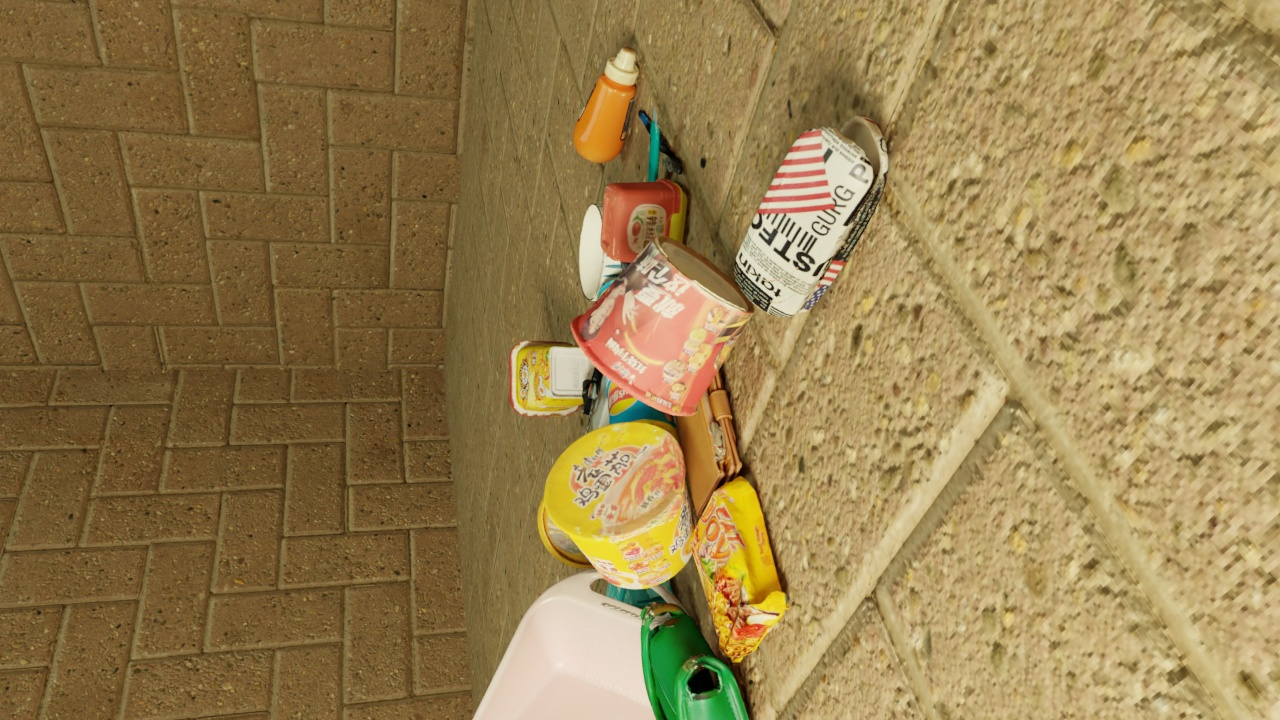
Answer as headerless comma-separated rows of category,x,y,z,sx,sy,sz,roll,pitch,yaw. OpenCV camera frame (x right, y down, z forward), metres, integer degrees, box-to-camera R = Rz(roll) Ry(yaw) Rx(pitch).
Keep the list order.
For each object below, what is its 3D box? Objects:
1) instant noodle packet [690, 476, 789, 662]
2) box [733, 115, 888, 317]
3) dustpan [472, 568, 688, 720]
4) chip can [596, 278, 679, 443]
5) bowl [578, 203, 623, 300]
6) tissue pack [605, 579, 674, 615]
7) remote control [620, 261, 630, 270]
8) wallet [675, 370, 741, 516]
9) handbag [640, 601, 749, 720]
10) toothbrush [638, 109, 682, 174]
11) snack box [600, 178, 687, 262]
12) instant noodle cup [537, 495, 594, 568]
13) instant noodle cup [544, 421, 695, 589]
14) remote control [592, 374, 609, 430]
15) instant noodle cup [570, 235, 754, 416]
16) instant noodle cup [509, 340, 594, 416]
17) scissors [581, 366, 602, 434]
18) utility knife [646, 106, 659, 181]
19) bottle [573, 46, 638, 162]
instant noodle packet,0.081,0.179,0.794,0.111,0.044,0.128,112,152,-46
box,0.130,-0.097,0.645,0.075,0.082,0.164,44,142,19
dustpan,-0.061,0.350,0.913,0.272,0.223,0.139,-55,-28,-47
chip can,-0.006,0.006,0.999,0.071,0.071,0.209,110,159,-48
bowl,-0.030,-0.130,1.111,0.116,0.066,0.116,180,91,-72
tissue pack,-0.003,0.280,1.053,0.093,0.050,0.134,-114,29,-49
remote control,0.015,-0.070,0.990,0.024,0.053,0.136,-47,45,23
wallet,0.062,0.068,0.873,0.108,0.031,0.131,108,156,-53
handbag,0.043,0.292,0.828,0.131,0.068,0.120,-141,34,-71
toothbrush,0.018,-0.251,1.042,0.189,0.016,0.014,-112,28,-53
snack box,0.001,-0.148,0.988,0.082,0.080,0.091,-126,39,-64
instant noodle cup,-0.052,0.184,1.115,0.115,0.118,0.118,139,130,-57
instant noodle cup,-0.011,0.146,0.883,0.138,0.138,0.110,-111,0,-49
remote control,-0.041,0.047,1.218,0.058,0.021,0.150,-96,17,-45
instant noodle cup,0.024,-0.036,0.801,0.109,0.137,0.137,-53,31,19
instant noodle cup,-0.124,0.024,1.362,0.124,0.116,0.116,-11,78,61
scissors,-0.062,0.029,1.204,0.221,0.021,0.233,117,164,-72
utility knife,0.013,-0.205,1.023,0.029,0.013,0.166,-110,16,-45
bottle,-0.037,-0.323,1.153,0.066,0.066,0.150,-106,30,-42
